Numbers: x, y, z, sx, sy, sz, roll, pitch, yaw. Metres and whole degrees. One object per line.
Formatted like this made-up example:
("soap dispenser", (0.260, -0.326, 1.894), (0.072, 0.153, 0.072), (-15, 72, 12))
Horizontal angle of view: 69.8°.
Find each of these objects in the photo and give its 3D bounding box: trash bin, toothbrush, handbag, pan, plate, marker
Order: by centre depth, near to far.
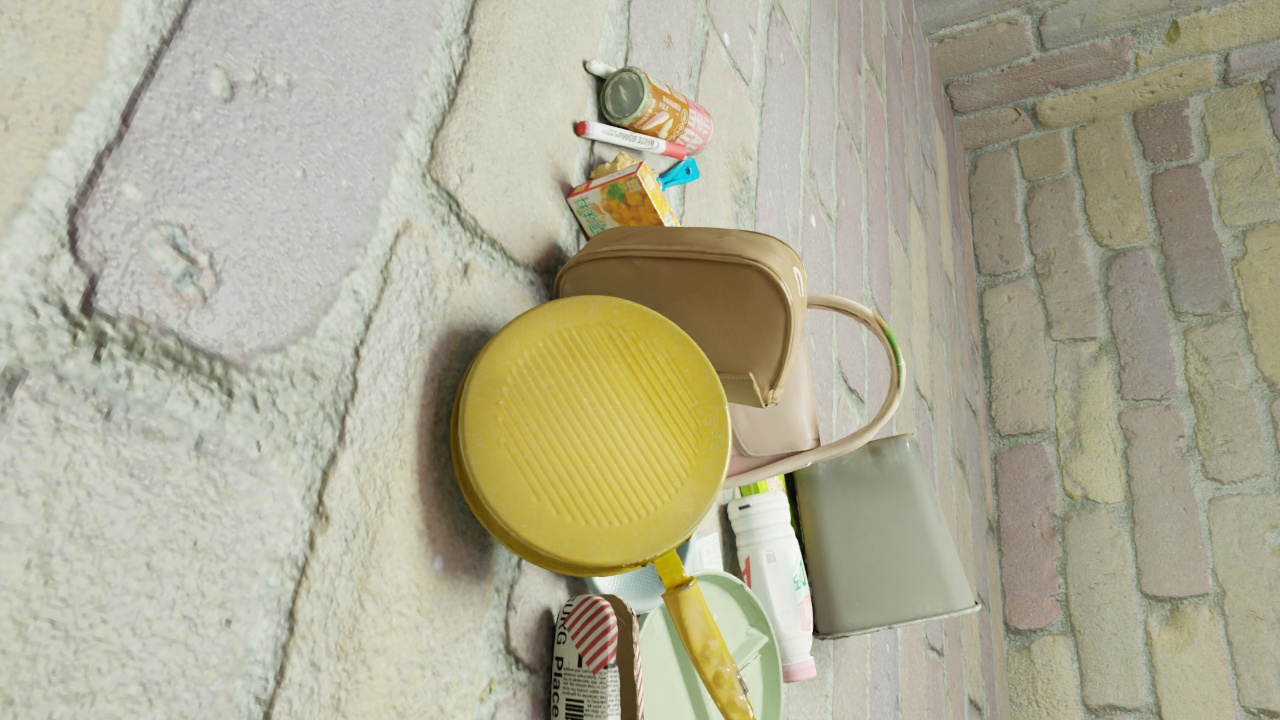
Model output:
("pan", (0.005, 0.121, 0.644), (0.197, 0.078, 0.357), (-28, 82, -20))
("handbag", (0.037, -0.040, 0.765), (0.099, 0.205, 0.148), (-50, 141, -53))
("plate", (0.055, 0.304, 0.822), (0.229, 0.028, 0.230), (13, 72, -46))
("handbag", (0.139, 0.021, 0.890), (0.093, 0.235, 0.193), (3, 77, -65))
("marker", (-0.006, -0.214, 0.894), (0.145, 0.017, 0.017), (-1, 82, -48))
("toothbrush", (-0.003, -0.282, 0.956), (0.029, 0.020, 0.189), (55, 24, 17))
("trash bin", (0.285, 0.217, 1.145), (0.199, 0.199, 0.219), (48, 28, -77))

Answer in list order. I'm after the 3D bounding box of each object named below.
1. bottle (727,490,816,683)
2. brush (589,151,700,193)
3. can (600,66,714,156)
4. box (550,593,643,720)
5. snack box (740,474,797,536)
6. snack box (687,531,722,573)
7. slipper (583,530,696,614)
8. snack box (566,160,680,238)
("bottle", (0.146, 0.242, 0.987), (0.068, 0.068, 0.196), (14, 61, -60))
("brush", (0.015, -0.181, 0.944), (0.254, 0.046, 0.083), (-42, 114, -62))
("can", (0.020, -0.252, 0.940), (0.147, 0.058, 0.058), (4, 78, -59))
("box", (-0.040, 0.255, 0.670), (0.076, 0.075, 0.163), (24, 62, -65))
("snack box", (0.148, 0.154, 1.092), (0.085, 0.026, 0.156), (-35, 113, -59))
("snack box", (0.059, 0.251, 0.892), (0.084, 0.027, 0.156), (-3, 85, -61))
("slipper", (-0.023, 0.083, 0.703), (0.245, 0.104, 0.074), (68, -11, -13))
("snack box", (0.005, -0.100, 0.837), (0.156, 0.077, 0.026), (58, 36, -28))
